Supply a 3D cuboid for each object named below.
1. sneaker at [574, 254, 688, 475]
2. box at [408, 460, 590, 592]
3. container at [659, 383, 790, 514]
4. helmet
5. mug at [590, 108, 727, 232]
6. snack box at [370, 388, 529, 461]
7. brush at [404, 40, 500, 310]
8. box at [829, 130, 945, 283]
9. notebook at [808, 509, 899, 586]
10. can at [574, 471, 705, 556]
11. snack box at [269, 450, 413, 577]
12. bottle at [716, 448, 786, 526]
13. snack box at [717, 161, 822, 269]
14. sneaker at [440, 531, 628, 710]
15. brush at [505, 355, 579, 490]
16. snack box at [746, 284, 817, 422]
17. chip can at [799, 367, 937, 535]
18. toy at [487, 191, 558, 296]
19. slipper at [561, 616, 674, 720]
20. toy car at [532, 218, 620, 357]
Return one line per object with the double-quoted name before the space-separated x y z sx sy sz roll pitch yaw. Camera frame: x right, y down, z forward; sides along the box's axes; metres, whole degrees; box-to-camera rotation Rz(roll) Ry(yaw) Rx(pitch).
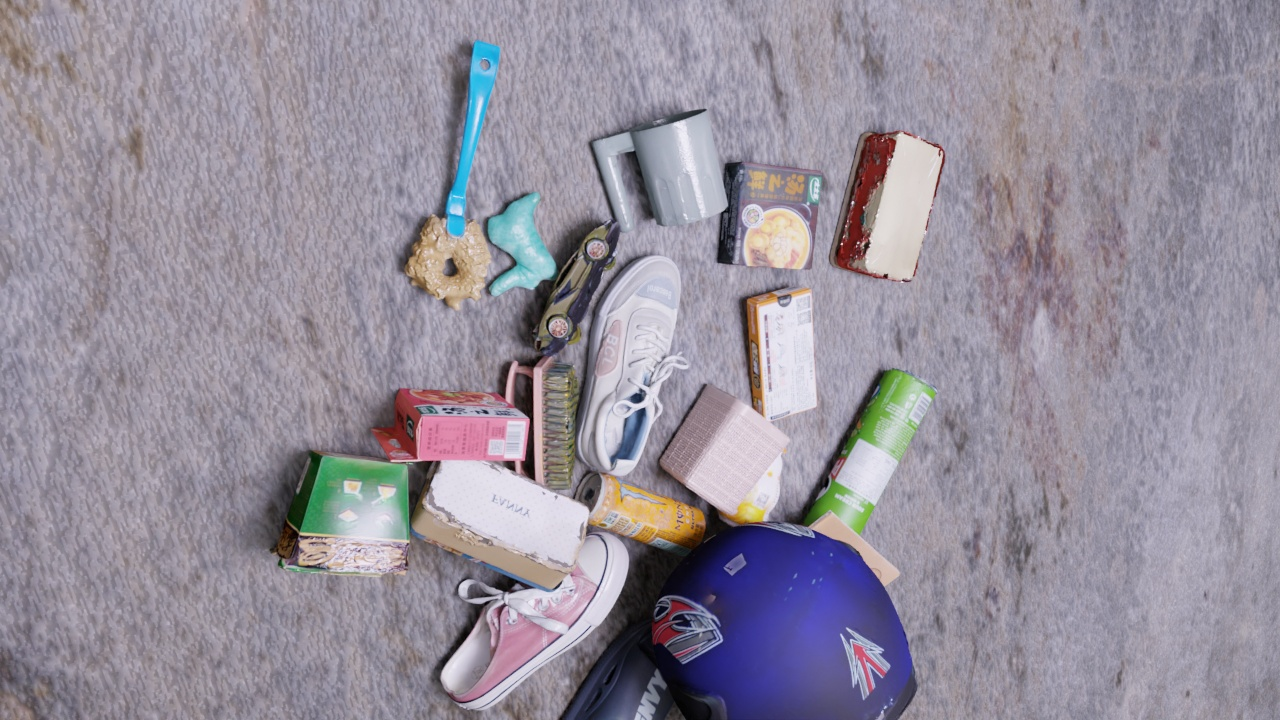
"sneaker" -0.006 0.006 0.970 0.089 0.091 0.242 15 93 -28
"box" -0.133 0.161 0.919 0.184 0.059 0.089 30 45 -15
"container" 0.092 0.102 1.040 0.090 0.090 0.111 37 86 -27
"helmet" 0.129 0.301 0.986 0.246 0.316 0.240 -38 83 -29
"mug" 0.022 -0.196 0.958 0.124 0.083 0.103 -15 110 5
"snack box" -0.185 0.061 0.881 0.127 0.113 0.044 3 100 -26
"brush" -0.168 -0.173 0.875 0.083 0.046 0.255 8 102 -22
"box" 0.296 -0.181 1.084 0.091 0.080 0.168 11 95 -28
"notebook" 0.195 0.284 1.122 0.208 0.008 0.148 -41 117 15
"can" 0.001 0.172 1.024 0.146 0.058 0.058 25 89 -28
"snack box" -0.277 0.140 0.863 0.117 0.118 0.105 10 83 -28
"bottle" 0.134 0.147 1.081 0.063 0.063 0.108 26 89 -28
"snack box" 0.154 -0.162 1.040 0.125 0.053 0.113 1 100 -21
"sneaker" -0.118 0.263 0.963 0.241 0.118 0.088 -41 136 -8
"brush" -0.103 0.071 0.957 0.073 0.063 0.146 2 103 3
"snack box" 0.166 -0.006 1.074 0.075 0.026 0.154 -16 115 -20
"chip can" 0.285 0.125 1.144 0.072 0.072 0.236 32 86 -27
"toy" -0.122 -0.110 0.926 0.096 0.030 0.092 -35 111 -9
"slipper" -0.024 0.424 1.051 0.110 0.083 0.268 41 83 -28
"toy car" -0.063 -0.076 0.941 0.042 0.070 0.158 27 86 7
